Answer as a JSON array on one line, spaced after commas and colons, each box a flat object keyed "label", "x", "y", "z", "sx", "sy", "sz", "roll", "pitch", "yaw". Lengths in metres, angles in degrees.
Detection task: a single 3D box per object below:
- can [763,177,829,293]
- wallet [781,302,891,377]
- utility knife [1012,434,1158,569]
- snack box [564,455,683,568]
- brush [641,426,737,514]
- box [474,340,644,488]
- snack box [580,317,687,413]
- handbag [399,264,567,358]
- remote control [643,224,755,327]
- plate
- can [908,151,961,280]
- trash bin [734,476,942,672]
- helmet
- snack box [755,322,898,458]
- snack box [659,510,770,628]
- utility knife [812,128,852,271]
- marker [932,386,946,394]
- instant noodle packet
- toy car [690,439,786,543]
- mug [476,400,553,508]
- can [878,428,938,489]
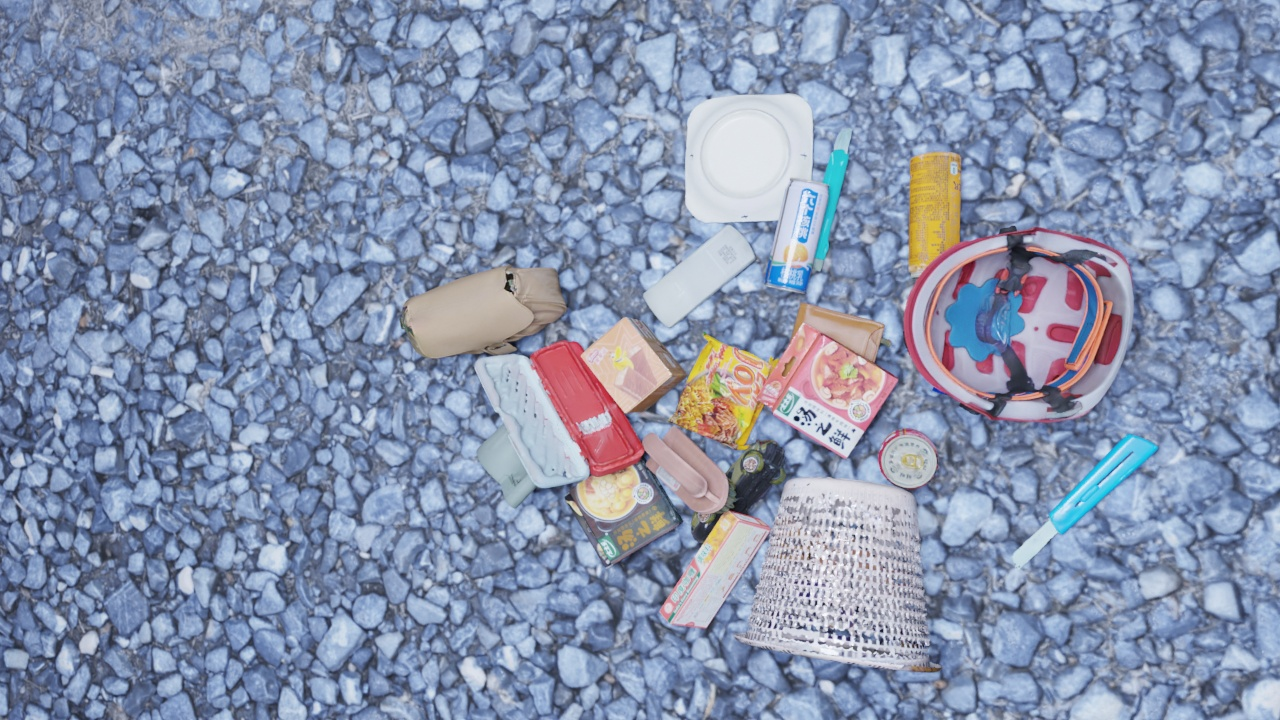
[{"label": "can", "x": 0.191, "y": -0.152, "z": 1.120, "sx": 0.053, "sy": 0.053, "sz": 0.134, "roll": 14, "pitch": 99, "yaw": 15}, {"label": "wallet", "x": 0.238, "y": 0.005, "z": 1.125, "sx": 0.119, "sy": 0.035, "sz": 0.131, "roll": 16, "pitch": 96, "yaw": 18}, {"label": "utility knife", "x": 0.504, "y": 0.164, "z": 1.056, "sx": 0.034, "sy": 0.018, "sz": 0.208, "roll": 43, "pitch": 101, "yaw": 11}, {"label": "snack box", "x": -0.027, "y": 0.193, "z": 1.185, "sx": 0.126, "sy": 0.053, "sz": 0.113, "roll": -33, "pitch": 81, "yaw": 7}, {"label": "brush", "x": 0.057, "y": 0.136, "z": 1.105, "sx": 0.063, "sy": 0.073, "sz": 0.145, "roll": -54, "pitch": 37, "yaw": 4}, {"label": "box", "x": -0.102, "y": 0.063, "z": 1.139, "sx": 0.201, "sy": 0.160, "sz": 0.050, "roll": 58, "pitch": 145, "yaw": 30}, {"label": "snack box", "x": -0.007, "y": 0.007, "z": 1.157, "sx": 0.077, "sy": 0.092, "sz": 0.094, "roll": -40, "pitch": 80, "yaw": 11}, {"label": "handbag", "x": -0.201, "y": -0.059, "z": 1.183, "sx": 0.205, "sy": 0.147, "sz": 0.099, "roll": -17, "pitch": 83, "yaw": 18}, {"label": "remote control", "x": 0.076, "y": -0.107, "z": 1.174, "sx": 0.150, "sy": 0.021, "sz": 0.058, "roll": -38, "pitch": 80, "yaw": 12}, {"label": "plate", "x": 0.134, "y": -0.258, "z": 1.155, "sx": 0.164, "sy": 0.034, "sz": 0.164, "roll": 0, "pitch": 88, "yaw": 15}, {"label": "can", "x": 0.347, "y": -0.169, "z": 1.083, "sx": 0.058, "sy": 0.058, "sz": 0.146, "roll": 1, "pitch": 89, "yaw": 15}, {"label": "trash bin", "x": 0.229, "y": 0.238, "z": 1.041, "sx": 0.228, "sy": 0.227, "sz": 0.192, "roll": 4, "pitch": 77, "yaw": 15}, {"label": "helmet", "x": 0.398, "y": -0.042, "z": 1.016, "sx": 0.240, "sy": 0.144, "sz": 0.207, "roll": 9, "pitch": 95, "yaw": 2}, {"label": "snack box", "x": 0.219, "y": 0.035, "z": 1.088, "sx": 0.127, "sy": 0.044, "sz": 0.113, "roll": 31, "pitch": 102, "yaw": 5}, {"label": "snack box", "x": 0.093, "y": 0.259, "z": 1.133, "sx": 0.027, "sy": 0.077, "sz": 0.156, "roll": 38, "pitch": 99, "yaw": 42}, {"label": "utility knife", "x": 0.234, "y": -0.199, "z": 1.136, "sx": 0.029, "sy": 0.013, "sz": 0.178, "roll": 16, "pitch": 97, "yaw": 23}, {"label": "marker", "x": 0.380, "y": -0.030, "z": 1.093, "sx": 0.017, "sy": 0.017, "sz": 0.146, "roll": 19, "pitch": 94, "yaw": 15}, {"label": "instant noodle packet", "x": 0.107, "y": 0.039, "z": 1.153, "sx": 0.111, "sy": 0.044, "sz": 0.128, "roll": 23, "pitch": 95, "yaw": 10}, {"label": "toy car", "x": 0.119, "y": 0.163, "z": 1.133, "sx": 0.158, "sy": 0.070, "sz": 0.042, "roll": -50, "pitch": 48, "yaw": 8}, {"label": "mug", "x": -0.143, "y": 0.118, "z": 1.184, "sx": 0.103, "sy": 0.083, "sz": 0.124, "roll": -46, "pitch": 34, "yaw": 8}, {"label": "can", "x": 0.311, "y": 0.114, "z": 1.068, "sx": 0.066, "sy": 0.093, "sz": 0.066, "roll": 0, "pitch": 89, "yaw": 15}]
